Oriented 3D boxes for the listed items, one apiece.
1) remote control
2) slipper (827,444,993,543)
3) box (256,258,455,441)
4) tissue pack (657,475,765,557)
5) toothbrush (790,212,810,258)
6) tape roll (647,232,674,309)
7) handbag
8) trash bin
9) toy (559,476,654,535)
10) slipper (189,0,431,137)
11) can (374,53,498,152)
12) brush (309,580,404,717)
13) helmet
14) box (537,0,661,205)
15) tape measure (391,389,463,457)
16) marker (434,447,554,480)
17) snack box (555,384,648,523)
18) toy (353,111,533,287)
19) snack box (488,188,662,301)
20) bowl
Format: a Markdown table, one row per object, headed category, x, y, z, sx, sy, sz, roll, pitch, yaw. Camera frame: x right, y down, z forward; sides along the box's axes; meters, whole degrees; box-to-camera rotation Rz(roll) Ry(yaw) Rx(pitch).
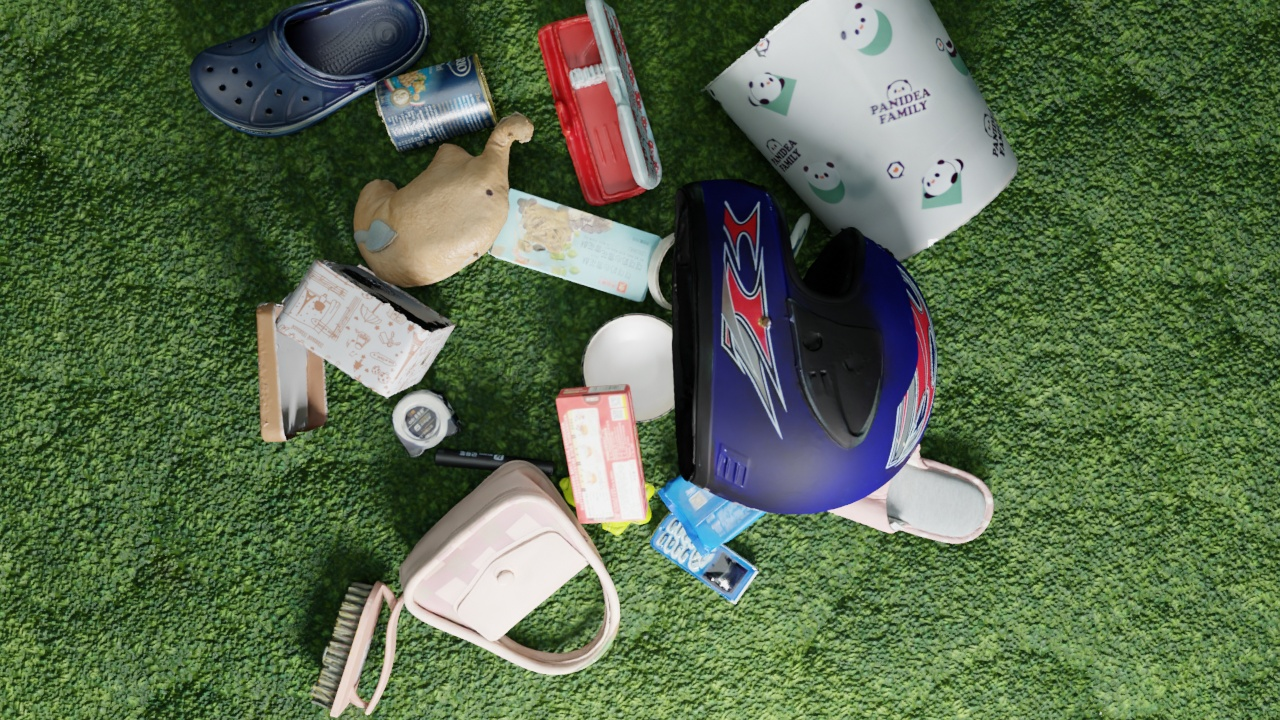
| category | x | y | z | sx | sy | sz | roll | pitch | yaw |
| --- | --- | --- | --- | --- | --- | --- | --- | --- | --- |
| remote control | 0.071 | 0.220 | 1.035 | 0.125 | 0.024 | 0.049 | 36 | 92 | -3 |
| slipper | 0.262 | 0.132 | 1.019 | 0.274 | 0.054 | 0.114 | 21 | 94 | -1 |
| box | -0.310 | 0.004 | 0.926 | 0.154 | 0.182 | 0.185 | 31 | 92 | -4 |
| tissue pack | 0.102 | 0.135 | 1.003 | 0.157 | 0.052 | 0.095 | -41 | 77 | 10 |
| toothbrush | 0.148 | -0.075 | 1.019 | 0.016 | 0.018 | 0.191 | 22 | 94 | -15 |
| tape roll | 0.044 | -0.096 | 0.990 | 0.085 | 0.014 | 0.086 | -15 | 114 | -37 |
| handbag | -0.124 | 0.246 | 1.002 | 0.193 | 0.093 | 0.234 | -40 | 106 | 7 |
| trash bin | 0.226 | -0.244 | 0.915 | 0.229 | 0.229 | 0.252 | -39 | 100 | 1 |
| toy | -0.035 | 0.145 | 1.022 | 0.096 | 0.031 | 0.100 | -22 | 99 | 0 |
| slipper | -0.340 | -0.310 | 0.947 | 0.252 | 0.095 | 0.105 | -21 | 92 | -4 |
| can | -0.214 | -0.269 | 0.962 | 0.111 | 0.075 | 0.075 | -16 | 95 | -1 |
| brush | -0.305 | 0.313 | 1.009 | 0.073 | 0.063 | 0.145 | 19 | 91 | 0 |
| helmet | 0.154 | -0.014 | 0.870 | 0.240 | 0.247 | 0.315 | -2 | 90 | -5 |
| box | -0.040 | -0.270 | 0.956 | 0.095 | 0.101 | 0.201 | -16 | 94 | -2 |
| tape measure | -0.238 | 0.065 | 1.007 | 0.066 | 0.033 | 0.066 | -29 | 97 | -2 |
| marker | -0.162 | 0.115 | 1.021 | 0.132 | 0.020 | 0.022 | 7 | 97 | -4 |
| snack box | -0.039 | 0.100 | 0.969 | 0.075 | 0.025 | 0.153 | -5 | 112 | 10 |
| toy | -0.193 | -0.163 | 0.950 | 0.226 | 0.082 | 0.143 | -26 | 78 | 11 |
| snack box | -0.069 | -0.123 | 0.990 | 0.175 | 0.051 | 0.074 | 17 | 92 | -3 |
| bowl | -0.006 | 0.006 | 0.995 | 0.116 | 0.066 | 0.116 | 0 | 95 | -3 |
